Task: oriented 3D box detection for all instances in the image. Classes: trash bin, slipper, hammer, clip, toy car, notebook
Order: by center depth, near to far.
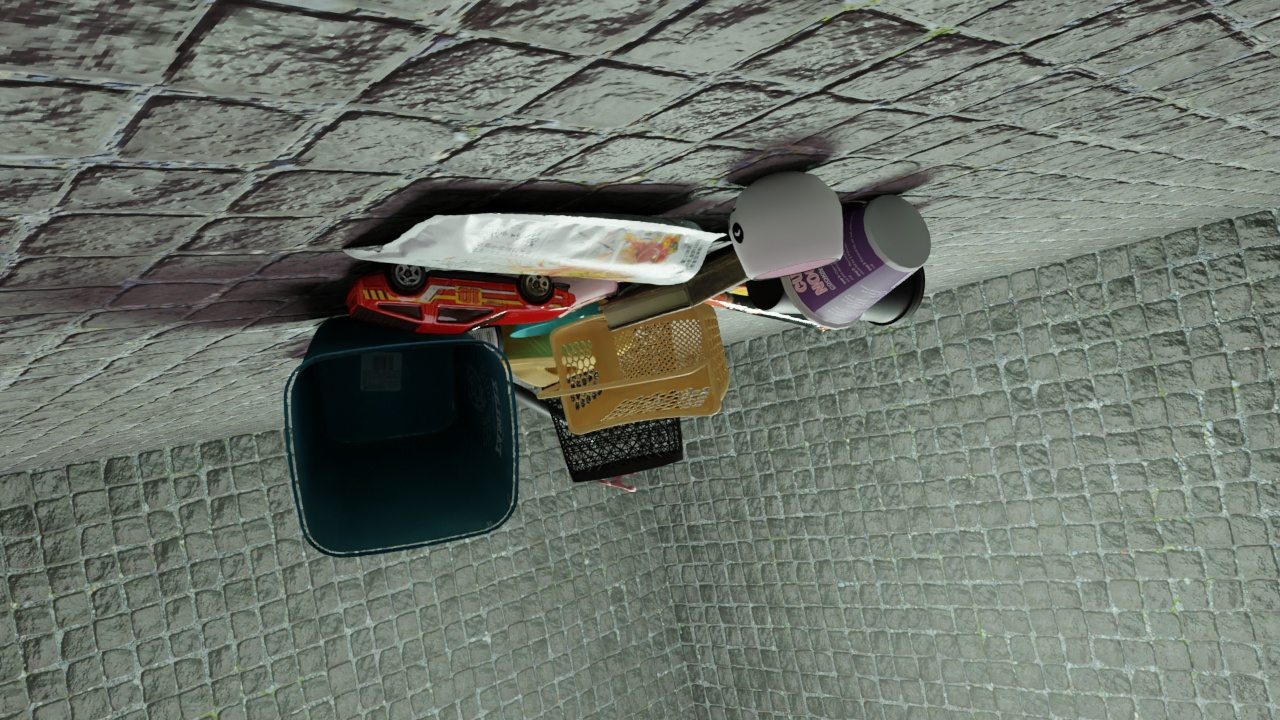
[{"bbox_3d":[-0.154,-0.052,0.793,0.189,0.056,0.082,0,174,-23],"label":"toy car"},{"bbox_3d":[0.090,-0.093,0.897,0.214,0.034,0.191,-28,-172,-34],"label":"notebook"},{"bbox_3d":[-0.241,0.049,0.908,0.199,0.197,0.218,-6,-162,-18],"label":"trash bin"},{"bbox_3d":[-0.087,-0.070,0.909,0.221,0.055,0.107,-12,179,2],"label":"slipper"},{"bbox_3d":[0.118,-0.069,1.116,0.332,0.033,0.133,8,160,-33],"label":"hammer"},{"bbox_3d":[-0.136,-0.018,1.187,0.263,0.099,0.078,-8,149,5],"label":"slipper"},{"bbox_3d":[-0.042,0.037,1.314,0.217,0.243,0.217,-12,177,-1],"label":"trash bin"},{"bbox_3d":[-0.030,0.170,1.339,0.058,0.050,0.023,30,171,-3],"label":"clip"},{"bbox_3d":[-0.177,0.049,1.347,0.310,0.029,0.125,34,-170,-39],"label":"hammer"}]

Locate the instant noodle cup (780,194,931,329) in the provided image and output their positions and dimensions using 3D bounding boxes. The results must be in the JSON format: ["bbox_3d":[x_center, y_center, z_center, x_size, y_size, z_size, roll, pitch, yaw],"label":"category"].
[{"bbox_3d":[0.234,-0.116,0.967,0.122,0.122,0.136,-34,-155,57],"label":"instant noodle cup"}]

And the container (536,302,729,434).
[{"bbox_3d":[-0.006,0.006,1.009,0.184,0.129,0.166,-10,-172,24],"label":"container"}]

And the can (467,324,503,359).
[{"bbox_3d":[-0.240,-0.017,1.072,0.145,0.080,0.080,-10,177,-34],"label":"can"}]

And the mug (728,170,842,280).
[{"bbox_3d":[0.116,-0.109,0.752,0.090,0.076,0.124,-12,177,0],"label":"mug"}]

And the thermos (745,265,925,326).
[{"bbox_3d":[0.231,-0.093,1.087,0.218,0.105,0.106,-2,172,-33],"label":"thermos"}]

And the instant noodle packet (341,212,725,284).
[{"bbox_3d":[-0.072,-0.085,0.706,0.268,0.057,0.147,-5,176,-41],"label":"instant noodle packet"}]

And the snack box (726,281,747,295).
[{"bbox_3d":[0.078,-0.097,1.206,0.143,0.040,0.144,-14,175,42],"label":"snack box"}]

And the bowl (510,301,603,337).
[{"bbox_3d":[-0.098,-0.063,1.087,0.121,0.046,0.121,-12,177,-1],"label":"bowl"}]
